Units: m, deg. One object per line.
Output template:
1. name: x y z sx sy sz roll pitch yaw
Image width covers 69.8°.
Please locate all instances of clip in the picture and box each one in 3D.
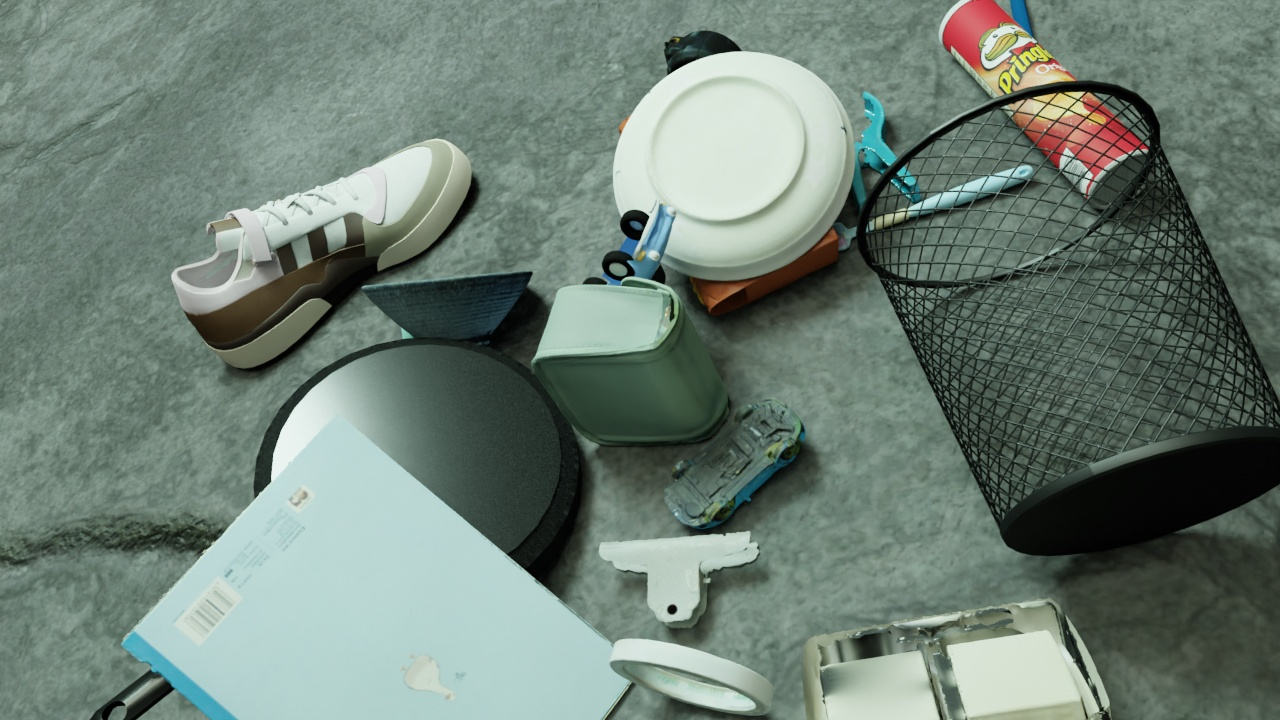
1. clip: 0.160 -0.163 0.743 0.120 0.030 0.130 -4 55 13
2. clip: 0.021 0.135 0.581 0.102 0.052 0.059 -8 42 17

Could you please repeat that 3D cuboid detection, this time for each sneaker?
1. sneaker: -0.294 -0.127 0.835 0.293 0.116 0.111 -38 52 -7

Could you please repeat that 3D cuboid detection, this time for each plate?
1. plate: 0.064 -0.150 0.674 0.182 0.034 0.182 -3 77 14

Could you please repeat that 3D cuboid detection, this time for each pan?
1. pan: -0.197 0.111 0.610 0.225 0.034 0.355 38 57 20

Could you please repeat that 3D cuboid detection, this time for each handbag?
1. handbag: -0.004 0.004 0.632 0.106 0.122 0.067 0 56 23
2. handbag: 0.066 -0.131 0.717 0.109 0.060 0.171 -26 73 4

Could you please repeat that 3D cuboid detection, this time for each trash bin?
1. trash bin: 0.242 -0.014 0.521 0.184 0.184 0.209 -16 59 10

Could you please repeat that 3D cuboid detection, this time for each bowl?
1. bowl: -0.153 -0.038 0.746 0.137 0.137 0.057 -4 96 19

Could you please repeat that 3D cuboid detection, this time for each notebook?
1. notebook: -0.152 0.179 0.555 0.253 0.009 0.180 40 74 2

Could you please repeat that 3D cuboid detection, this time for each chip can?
1. chip can: 0.303 -0.202 0.697 0.052 0.052 0.214 -24 52 4

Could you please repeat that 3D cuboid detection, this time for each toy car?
1. toy car: -0.011 -0.052 0.670 0.055 0.154 0.056 27 52 -8
2. toy car: 0.064 0.071 0.615 0.105 0.032 0.048 -42 53 -3

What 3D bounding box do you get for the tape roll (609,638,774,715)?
1. tape roll: 0.028 0.179 0.516 0.093 0.093 0.013 5 60 24

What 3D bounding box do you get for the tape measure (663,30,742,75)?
1. tape measure: 0.058 -0.259 0.822 0.072 0.071 0.042 18 61 24

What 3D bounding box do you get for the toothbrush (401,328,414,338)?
1. toothbrush: -0.196 -0.011 0.784 0.022 0.017 0.135 -26 54 2

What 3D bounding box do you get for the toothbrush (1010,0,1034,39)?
1. toothbrush: 0.324 -0.324 0.797 0.014 0.014 0.167 0 57 8

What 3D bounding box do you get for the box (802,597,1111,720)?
1. box: 0.155 0.193 0.441 0.144 0.044 0.184 -14 17 14

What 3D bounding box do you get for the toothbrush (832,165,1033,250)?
1. toothbrush: 0.219 -0.117 0.695 0.155 0.016 0.022 -19 85 9
